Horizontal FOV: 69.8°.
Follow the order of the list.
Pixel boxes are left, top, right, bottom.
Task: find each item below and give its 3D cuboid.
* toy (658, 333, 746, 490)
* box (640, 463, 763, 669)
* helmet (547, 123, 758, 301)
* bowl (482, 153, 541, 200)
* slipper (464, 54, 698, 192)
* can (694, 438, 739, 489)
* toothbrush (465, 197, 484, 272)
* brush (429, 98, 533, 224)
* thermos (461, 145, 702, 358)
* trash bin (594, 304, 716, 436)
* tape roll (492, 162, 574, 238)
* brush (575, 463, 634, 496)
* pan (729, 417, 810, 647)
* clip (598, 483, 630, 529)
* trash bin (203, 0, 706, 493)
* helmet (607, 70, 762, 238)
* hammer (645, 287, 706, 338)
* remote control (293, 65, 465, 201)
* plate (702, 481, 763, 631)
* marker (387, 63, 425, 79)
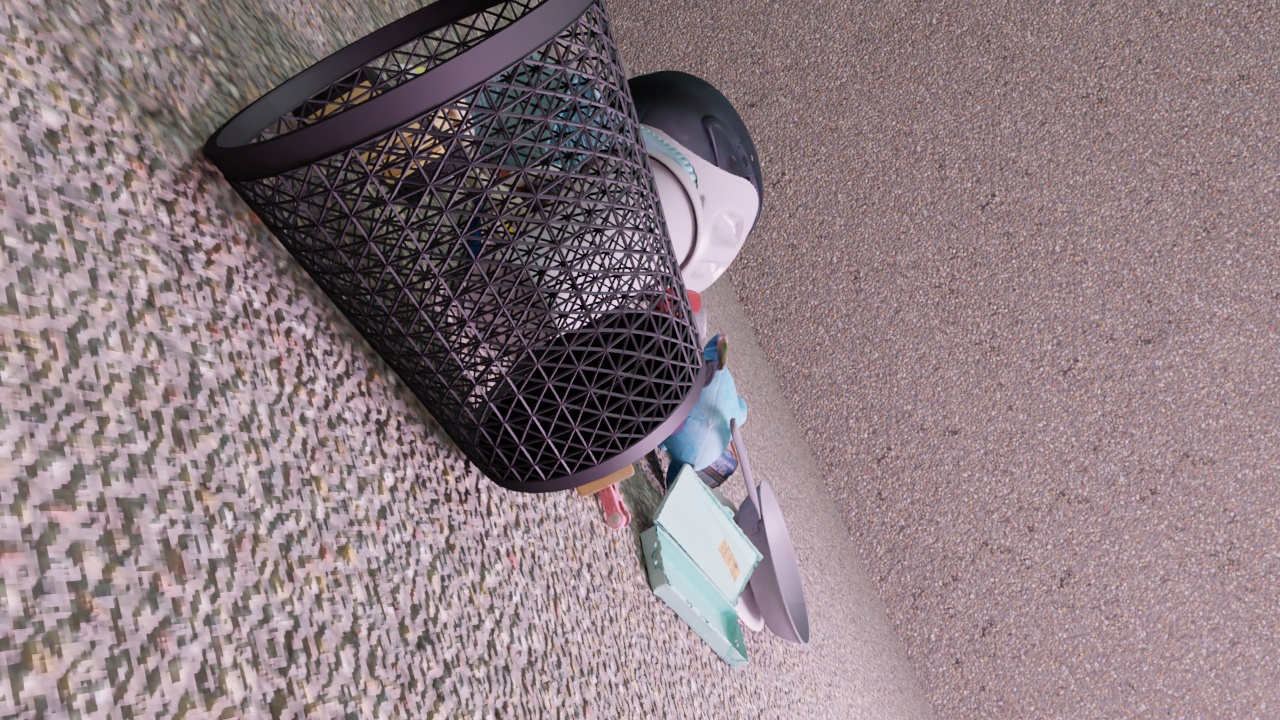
[{"bbox_3d":[0.065,0.053,1.033,0.180,0.115,0.183,-116,-141,-80],"label":"toy"},{"bbox_3d":[0.062,0.204,0.897,0.187,0.057,0.137,54,33,-40],"label":"box"},{"bbox_3d":[-0.002,-0.168,1.054,0.224,0.184,0.282,31,9,-25],"label":"helmet"},{"bbox_3d":[-0.133,-0.256,1.007,0.147,0.069,0.147,58,13,-22],"label":"bowl"},{"bbox_3d":[-0.070,-0.218,0.892,0.276,0.116,0.069,31,5,8],"label":"slipper"},{"bbox_3d":[0.078,0.106,1.125,0.059,0.054,0.099,38,19,-21],"label":"can"},{"bbox_3d":[-0.139,-0.112,0.796,0.016,0.017,0.189,50,17,-33],"label":"toothbrush"},{"bbox_3d":[-0.117,-0.143,0.798,0.062,0.077,0.272,23,-13,37],"label":"brush"},{"bbox_3d":[-0.046,-0.089,0.756,0.131,0.132,0.221,61,40,-13],"label":"thermos"},{"bbox_3d":[-0.005,0.005,0.887,0.094,0.092,0.161,19,-12,28],"label":"trash bin"},{"bbox_3d":[-0.093,-0.143,0.872,0.094,0.094,0.019,52,18,-42],"label":"tape roll"},{"bbox_3d":[-0.050,0.051,0.754,0.039,0.049,0.117,106,-40,-74],"label":"brush"},{"bbox_3d":[0.137,0.190,1.048,0.200,0.051,0.357,-92,161,-47],"label":"pan"},{"bbox_3d":[-0.023,0.118,0.789,0.044,0.023,0.060,52,17,-59],"label":"clip"},{"bbox_3d":[-0.079,-0.066,0.532,0.216,0.217,0.243,-97,163,-58],"label":"trash bin"},{"bbox_3d":[0.041,-0.255,1.348,0.316,0.250,0.235,59,41,-32],"label":"helmet"},{"bbox_3d":[0.020,-0.049,0.959,0.316,0.126,0.036,154,-62,-87],"label":"hammer"},{"bbox_3d":[-0.174,-0.154,0.637,0.133,0.058,0.013,35,31,-64],"label":"remote control"},{"bbox_3d":[0.112,0.217,1.129,0.229,0.030,0.229,58,13,-22],"label":"plate"},{"bbox_3d":[-0.205,-0.266,0.852,0.014,0.014,0.132,61,12,-9],"label":"marker"}]
